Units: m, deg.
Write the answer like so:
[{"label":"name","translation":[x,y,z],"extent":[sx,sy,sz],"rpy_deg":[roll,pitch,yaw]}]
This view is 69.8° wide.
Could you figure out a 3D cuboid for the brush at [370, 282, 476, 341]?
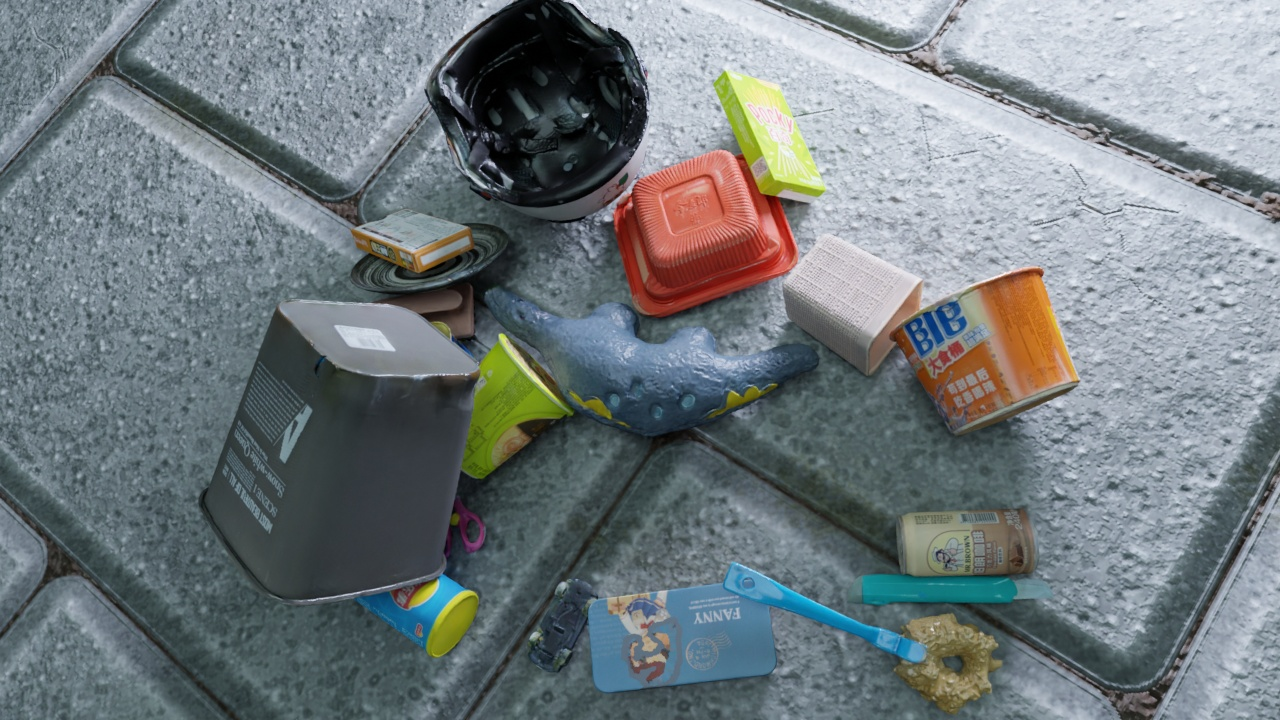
[{"label":"brush","translation":[-0.256,-0.047,1.020],"extent":[0.146,0.073,0.063],"rpy_deg":[-8,70,8]}]

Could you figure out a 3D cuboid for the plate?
[{"label":"plate","translation":[-0.232,-0.109,1.022],"extent":[0.179,0.024,0.179],"rpy_deg":[-10,28,5]}]

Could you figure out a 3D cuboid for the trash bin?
[{"label":"trash bin","translation":[-0.270,0.075,0.852],"extent":[0.199,0.198,0.220],"rpy_deg":[35,113,36]}]

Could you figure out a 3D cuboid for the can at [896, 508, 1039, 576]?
[{"label":"can","translation":[0.295,0.166,0.834],"extent":[0.116,0.058,0.058],"rpy_deg":[-4,69,10]}]

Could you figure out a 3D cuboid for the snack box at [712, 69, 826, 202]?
[{"label":"snack box","translation":[0.142,-0.247,1.011],"extent":[0.026,0.085,0.156],"rpy_deg":[-42,57,42]}]

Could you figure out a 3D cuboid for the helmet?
[{"label":"helmet","translation":[-0.097,-0.259,1.022],"extent":[0.230,0.157,0.274],"rpy_deg":[-39,70,-1]}]

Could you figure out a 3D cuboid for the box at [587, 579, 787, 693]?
[{"label":"box","translation":[0.045,0.257,0.851],"extent":[0.184,0.061,0.089],"rpy_deg":[-12,68,9]}]

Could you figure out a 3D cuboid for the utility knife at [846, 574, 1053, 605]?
[{"label":"utility knife","translation":[0.282,0.212,0.844],"extent":[0.182,0.013,0.029],"rpy_deg":[-2,73,12]}]

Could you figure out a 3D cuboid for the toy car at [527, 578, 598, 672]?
[{"label":"toy car","translation":[-0.073,0.257,0.889],"extent":[0.043,0.034,0.090],"rpy_deg":[21,73,21]}]

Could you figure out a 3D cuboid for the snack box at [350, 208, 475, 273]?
[{"label":"snack box","translation":[-0.257,-0.137,1.029],"extent":[0.075,0.026,0.154],"rpy_deg":[-30,34,-31]}]

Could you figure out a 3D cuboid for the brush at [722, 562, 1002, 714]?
[{"label":"brush","translation":[0.195,0.236,0.809],"extent":[0.254,0.046,0.083],"rpy_deg":[21,82,1]}]

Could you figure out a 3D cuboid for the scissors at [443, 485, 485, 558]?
[{"label":"scissors","translation":[-0.208,0.147,0.971],"extent":[0.074,0.017,0.137],"rpy_deg":[-28,62,10]}]

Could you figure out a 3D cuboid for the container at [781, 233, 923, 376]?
[{"label":"container","translation":[0.209,-0.059,0.921],"extent":[0.111,0.090,0.090],"rpy_deg":[36,80,24]}]

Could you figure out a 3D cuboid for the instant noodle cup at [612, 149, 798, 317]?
[{"label":"instant noodle cup","translation":[0.061,-0.148,0.990],"extent":[0.189,0.079,0.164],"rpy_deg":[-20,64,8]}]

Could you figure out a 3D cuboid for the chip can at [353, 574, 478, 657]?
[{"label":"chip can","translation":[-0.267,0.212,0.926],"extent":[0.210,0.071,0.071],"rpy_deg":[27,77,20]}]

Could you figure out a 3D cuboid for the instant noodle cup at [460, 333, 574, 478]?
[{"label":"instant noodle cup","translation":[-0.149,0.054,0.948],"extent":[0.123,0.111,0.111],"rpy_deg":[-44,67,3]}]

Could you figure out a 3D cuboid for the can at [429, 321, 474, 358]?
[{"label":"can","translation":[-0.238,0.004,0.991],"extent":[0.102,0.083,0.057],"rpy_deg":[-8,69,8]}]

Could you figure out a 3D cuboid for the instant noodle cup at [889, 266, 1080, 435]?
[{"label":"instant noodle cup","translation":[0.323,-0.004,0.850],"extent":[0.151,0.151,0.111],"rpy_deg":[-22,75,3]}]

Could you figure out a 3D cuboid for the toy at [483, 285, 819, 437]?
[{"label":"toy","translation":[-0.005,0.005,0.936],"extent":[0.356,0.091,0.137],"rpy_deg":[14,72,11]}]
